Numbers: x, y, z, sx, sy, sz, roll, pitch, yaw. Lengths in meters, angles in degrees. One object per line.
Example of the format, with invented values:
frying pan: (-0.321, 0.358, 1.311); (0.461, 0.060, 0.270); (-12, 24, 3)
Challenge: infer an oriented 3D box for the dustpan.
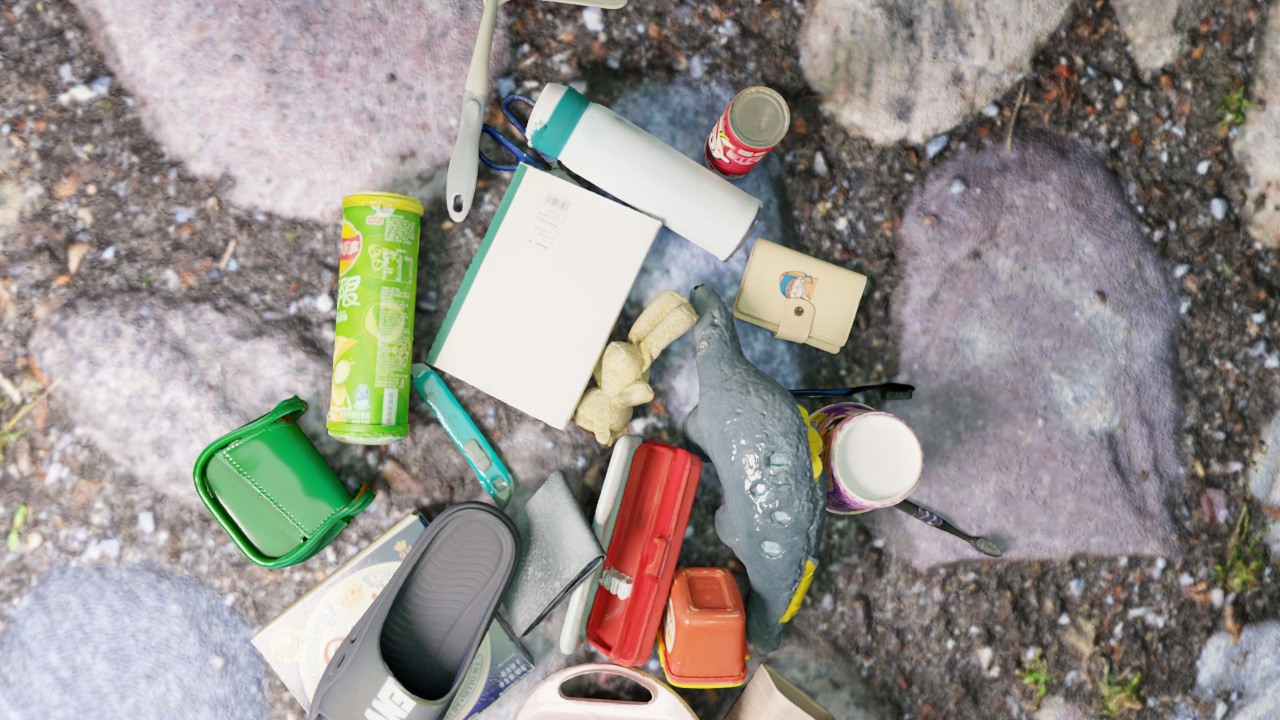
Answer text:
dustpan: (-0.023, 0.422, 0.825); (0.223, 0.138, 0.274); (0, 116, 16)

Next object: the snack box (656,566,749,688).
snack box: (0.059, 0.238, 0.827); (0.082, 0.091, 0.080); (2, 114, -7)

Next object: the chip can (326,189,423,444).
chip can: (-0.237, -0.036, 0.822); (0.072, 0.072, 0.221); (3, 88, -6)

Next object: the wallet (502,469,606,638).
wallet: (-0.089, 0.172, 0.814); (0.121, 0.019, 0.097); (-48, 51, 19)

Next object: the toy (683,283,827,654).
toy: (0.106, 0.099, 0.830); (0.091, 0.138, 0.356); (-12, 89, -28)

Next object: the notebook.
notebook: (-0.091, -0.061, 0.842); (0.150, 0.012, 0.209); (25, 89, 12)

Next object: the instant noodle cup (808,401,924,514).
instant noodle cup: (0.205, 0.092, 0.848); (0.111, 0.099, 0.111); (0, 86, -4)

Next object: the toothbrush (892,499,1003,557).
toothbrush: (0.274, 0.150, 0.900); (0.189, 0.017, 0.014); (27, 80, -3)

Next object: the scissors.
scissors: (-0.090, -0.171, 0.869); (0.128, 0.012, 0.173); (-19, 89, -5)

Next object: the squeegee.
squeegee: (-0.150, -0.250, 0.843); (0.246, 0.039, 0.246); (10, 85, -3)

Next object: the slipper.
slipper: (-0.193, 0.242, 0.770); (0.110, 0.083, 0.268); (30, 83, -4)

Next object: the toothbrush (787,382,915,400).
toothbrush: (0.175, 0.034, 0.893); (0.189, 0.014, 0.016); (-2, 114, -5)

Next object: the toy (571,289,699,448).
toy: (-0.005, 0.005, 0.845); (0.157, 0.105, 0.066); (-53, 138, 7)

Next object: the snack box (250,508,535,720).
snack box: (-0.220, 0.262, 0.830); (0.178, 0.046, 0.182); (-38, 93, -6)

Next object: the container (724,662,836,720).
container: (0.120, 0.359, 0.844); (0.090, 0.090, 0.111); (37, 89, -4)

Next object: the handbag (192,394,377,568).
handbag: (-0.317, 0.112, 0.818); (0.120, 0.068, 0.131); (-37, 91, -13)

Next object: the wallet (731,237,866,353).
wallet: (0.153, -0.060, 0.888); (0.115, 0.024, 0.087); (19, 88, -6)

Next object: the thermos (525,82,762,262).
thermos: (0.001, -0.176, 0.842); (0.224, 0.073, 0.073); (29, 86, -11)

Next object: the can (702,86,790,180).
can: (0.092, -0.201, 0.829); (0.053, 0.133, 0.053); (0, 89, -6)

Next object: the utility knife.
utility knife: (-0.166, 0.068, 0.856); (0.029, 0.013, 0.161); (-36, 92, -7)

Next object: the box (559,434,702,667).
box: (-0.025, 0.166, 0.829); (0.091, 0.095, 0.201); (19, 85, -38)
